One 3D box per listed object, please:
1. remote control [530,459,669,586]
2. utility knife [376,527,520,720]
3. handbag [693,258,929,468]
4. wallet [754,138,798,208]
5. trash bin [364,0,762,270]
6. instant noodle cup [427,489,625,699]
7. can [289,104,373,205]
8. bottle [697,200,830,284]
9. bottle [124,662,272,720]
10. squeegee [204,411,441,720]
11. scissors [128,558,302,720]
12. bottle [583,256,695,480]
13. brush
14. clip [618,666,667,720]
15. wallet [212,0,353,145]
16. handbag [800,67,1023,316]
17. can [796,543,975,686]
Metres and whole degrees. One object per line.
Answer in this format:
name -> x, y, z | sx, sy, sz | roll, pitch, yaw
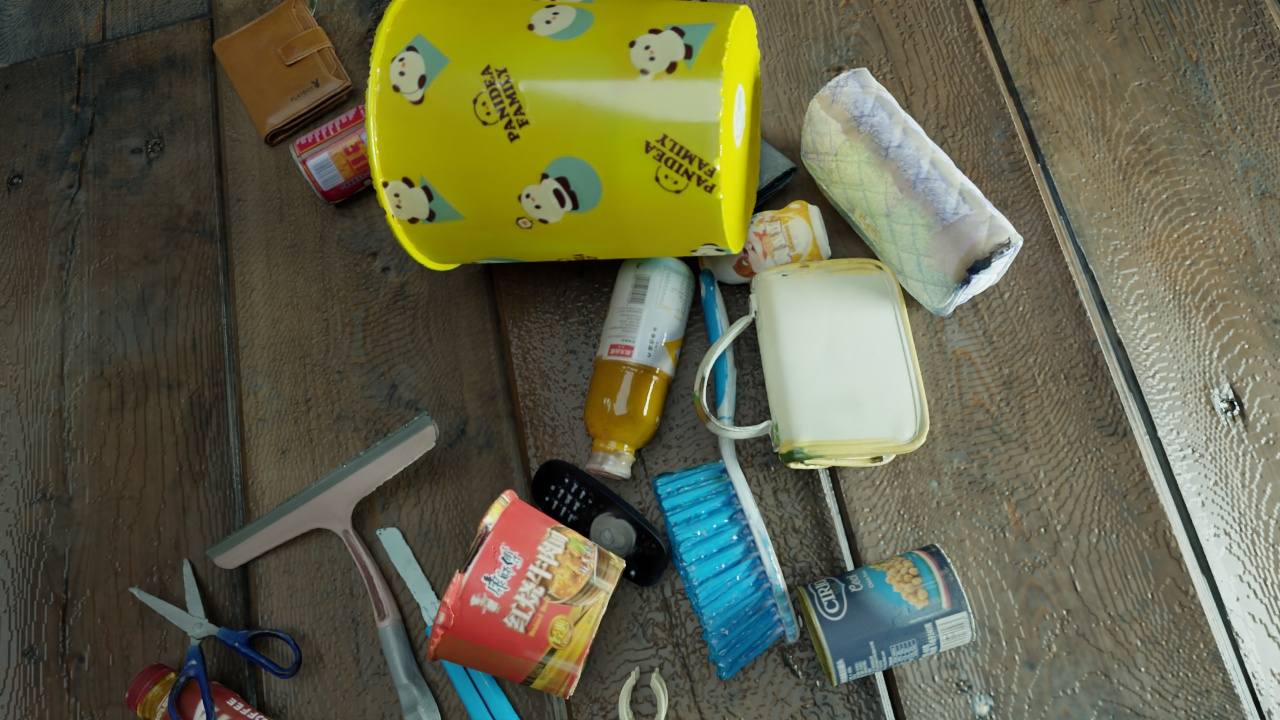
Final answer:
remote control -> -0.031, 0.129, 0.744 | 0.136, 0.024, 0.053 | 35, 105, 21
utility knife -> -0.151, 0.231, 0.738 | 0.034, 0.018, 0.238 | -35, 71, -4
handbag -> 0.125, 0.006, 0.732 | 0.178, 0.063, 0.163 | -3, 70, -10
wallet -> 0.065, -0.160, 0.819 | 0.121, 0.019, 0.097 | -37, 53, -4
trash bin -> -0.044, -0.180, 0.723 | 0.255, 0.229, 0.229 | 5, 73, 16
instant noodle cup -> -0.080, 0.181, 0.691 | 0.108, 0.138, 0.137 | 23, 77, 4
can -> -0.267, -0.195, 0.856 | 0.094, 0.066, 0.066 | -30, 72, -3
bottle -> 0.105, -0.094, 0.783 | 0.108, 0.063, 0.063 | -16, 71, 17
bottle -> -0.322, 0.294, 0.717 | 0.175, 0.057, 0.057 | 23, 77, 13
squeegee -> -0.209, 0.209, 0.741 | 0.248, 0.040, 0.249 | -30, 78, 14
scissors -> -0.344, 0.223, 0.738 | 0.164, 0.012, 0.162 | 0, 41, -7
bottle -> -0.005, 0.004, 0.762 | 0.068, 0.068, 0.189 | 11, 75, 10
brush -> 0.058, 0.081, 0.733 | 0.109, 0.060, 0.314 | -18, 76, -5
clip -> 0.002, 0.285, 0.695 | 0.071, 0.034, 0.100 | 4, 78, 7
wallet -> -0.351, -0.295, 0.918 | 0.119, 0.035, 0.130 | -34, 73, 2
handbag -> 0.212, -0.129, 0.743 | 0.075, 0.134, 0.194 | -35, 71, -6
can -> 0.181, 0.187, 0.680 | 0.111, 0.075, 0.075 | -18, 72, 1
